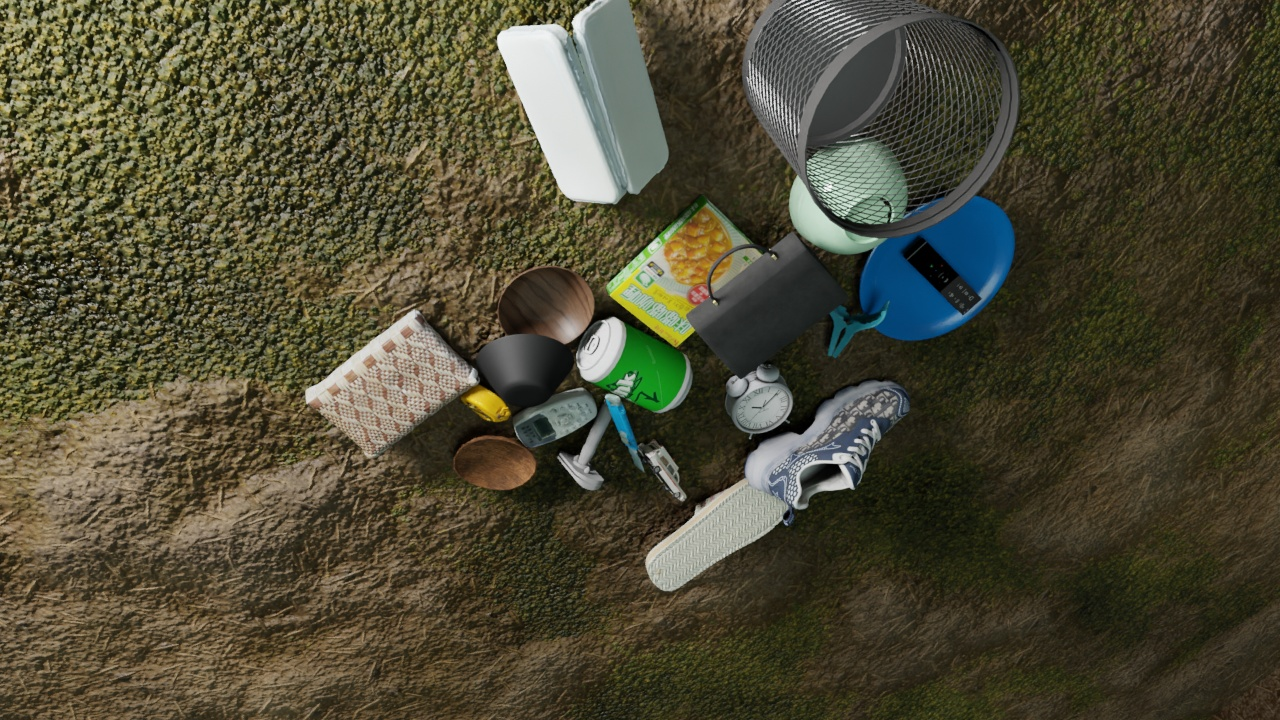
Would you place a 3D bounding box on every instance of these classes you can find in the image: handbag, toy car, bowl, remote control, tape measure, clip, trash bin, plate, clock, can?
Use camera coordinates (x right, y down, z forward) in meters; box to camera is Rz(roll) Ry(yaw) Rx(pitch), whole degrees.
[{"bbox_3d":[0.139,-0.085,1.132,0.176,0.072,0.195,-38,146,12],"label":"handbag"},{"bbox_3d":[-0.307,0.032,1.144,0.186,0.047,0.124,-35,119,10],"label":"handbag"},{"bbox_3d":[0.037,0.160,1.346,0.039,0.039,0.113,-44,129,-10],"label":"toy car"},{"bbox_3d":[-0.118,-0.071,1.131,0.119,0.032,0.119,-8,127,-11],"label":"bowl"},{"bbox_3d":[-0.115,0.077,1.243,0.114,0.028,0.060,-22,128,1],"label":"remote control"},{"bbox_3d":[-0.201,0.055,1.179,0.059,0.068,0.030,40,71,-30],"label":"tape measure"},{"bbox_3d":[0.274,-0.064,1.245,0.120,0.033,0.123,43,137,-17],"label":"clip"},{"bbox_3d":[-0.199,0.134,1.259,0.114,0.026,0.102,26,124,-27],"label":"bowl"},{"bbox_3d":[-0.144,0.024,1.153,0.124,0.052,0.124,-4,147,-3],"label":"bowl"},{"bbox_3d":[0.266,-0.190,1.129,0.150,0.077,0.151,-8,128,-10],"label":"bowl"},{"bbox_3d":[0.231,-0.278,0.957,0.217,0.227,0.218,-8,127,-11],"label":"trash bin"},{"bbox_3d":[0.398,-0.127,1.247,0.224,0.024,0.225,-8,127,-11],"label":"plate"},{"bbox_3d":[0.167,0.052,1.303,0.094,0.035,0.123,-23,129,0],"label":"clock"},{"bbox_3d":[0.408,-0.111,1.235,0.150,0.013,0.034,34,110,-33],"label":"remote control"},{"bbox_3d":[-0.007,0.007,1.186,0.139,0.087,0.088,27,114,-31],"label":"can"}]

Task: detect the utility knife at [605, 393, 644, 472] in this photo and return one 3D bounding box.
[{"bbox_3d":[-0.018,0.103,1.262,0.015,0.031,0.220,-51,151,-19],"label":"utility knife"}]

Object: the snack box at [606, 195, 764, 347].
[{"bbox_3d":[0.061,-0.109,1.159,0.168,0.027,0.132,-42,126,16],"label":"snack box"}]

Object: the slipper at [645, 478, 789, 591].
[{"bbox_3d":[0.121,0.260,1.426,0.262,0.052,0.115,-34,118,-7],"label":"slipper"}]

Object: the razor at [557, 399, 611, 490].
[{"bbox_3d":[-0.064,0.108,1.264,0.047,0.088,0.116,21,98,-29],"label":"razor"}]

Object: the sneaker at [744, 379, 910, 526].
[{"bbox_3d":[0.292,0.135,1.332,0.269,0.132,0.103,-31,126,-4],"label":"sneaker"}]

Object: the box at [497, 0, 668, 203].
[{"bbox_3d":[-0.058,-0.278,0.994,0.128,0.105,0.211,-46,135,-34],"label":"box"}]
